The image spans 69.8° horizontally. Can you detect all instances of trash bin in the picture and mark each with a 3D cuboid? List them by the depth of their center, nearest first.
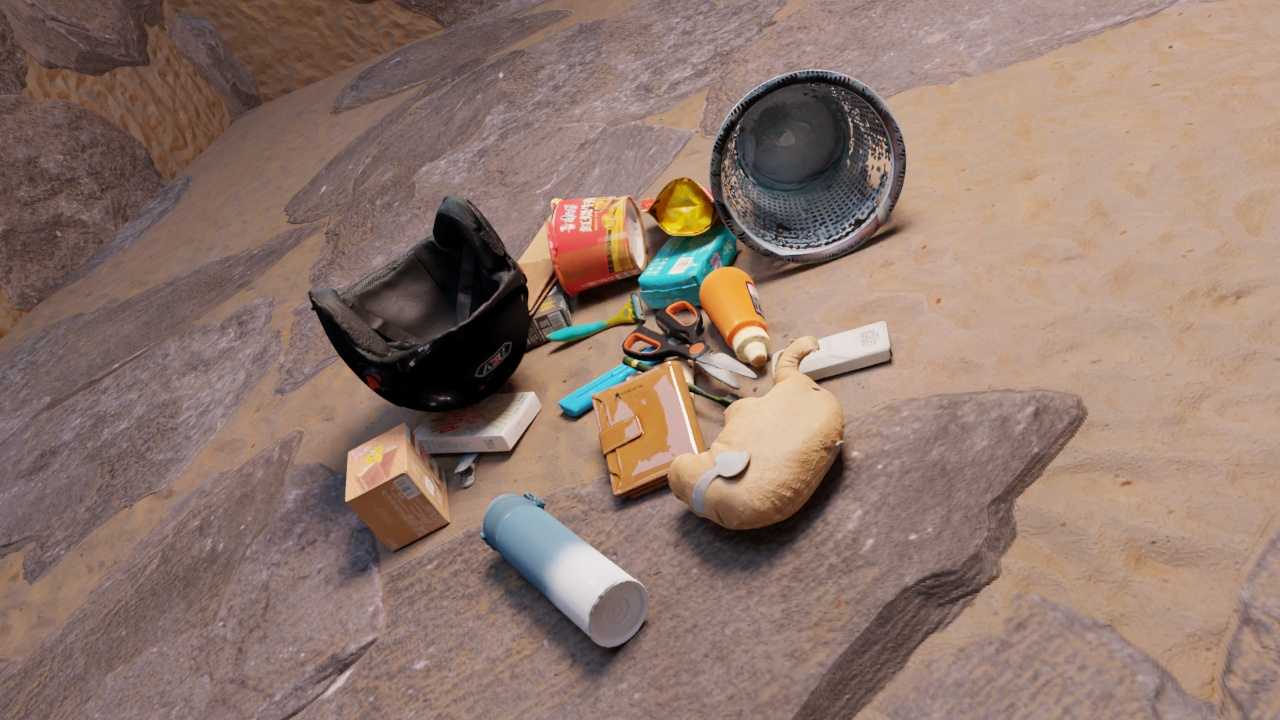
[{"bbox_3d":[0.199,-0.258,1.148,0.227,0.227,0.194,-20,22,13],"label":"trash bin"}]

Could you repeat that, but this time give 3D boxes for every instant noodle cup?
[{"bbox_3d":[-0.055,-0.163,1.266,0.109,0.138,0.137,-8,38,13],"label":"instant noodle cup"}]

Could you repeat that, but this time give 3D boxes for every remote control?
[{"bbox_3d":[0.199,-0.006,0.961,0.125,0.024,0.048,-16,36,18],"label":"remote control"}]

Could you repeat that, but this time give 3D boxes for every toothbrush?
[{"bbox_3d":[0.043,0.022,1.012,0.017,0.012,0.186,-41,38,-24],"label":"toothbrush"}]

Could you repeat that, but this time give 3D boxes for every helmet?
[{"bbox_3d":[-0.245,-0.047,1.112,0.233,0.230,0.275,-41,40,-20],"label":"helmet"}]

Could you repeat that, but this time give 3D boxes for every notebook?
[{"bbox_3d":[-0.122,-0.178,1.435,0.148,0.008,0.207,-5,40,32],"label":"notebook"}]

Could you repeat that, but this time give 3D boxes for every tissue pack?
[{"bbox_3d":[0.064,-0.123,1.189,0.093,0.050,0.133,0,42,38],"label":"tissue pack"}]

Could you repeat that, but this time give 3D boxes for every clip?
[{"bbox_3d":[-0.207,0.125,1.090,0.024,0.026,0.056,-17,26,9],"label":"clip"}]

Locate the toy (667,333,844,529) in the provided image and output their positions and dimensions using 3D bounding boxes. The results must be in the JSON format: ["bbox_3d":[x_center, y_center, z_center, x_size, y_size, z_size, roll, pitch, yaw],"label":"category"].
[{"bbox_3d":[0.128,0.067,0.867,0.143,0.082,0.225,20,54,38],"label":"toy"}]

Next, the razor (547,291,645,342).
[{"bbox_3d":[-0.059,-0.048,1.200,0.133,0.028,0.043,-19,66,10],"label":"razor"}]

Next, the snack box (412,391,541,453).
[{"bbox_3d":[-0.206,0.078,1.138,0.157,0.027,0.084,-4,35,31],"label":"snack box"}]

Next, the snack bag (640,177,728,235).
[{"bbox_3d":[0.059,-0.212,1.242,0.128,0.073,0.207,-8,11,5],"label":"snack bag"}]

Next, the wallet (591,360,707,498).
[{"bbox_3d":[0.008,0.072,0.963,0.108,0.031,0.131,-23,52,11],"label":"wallet"}]

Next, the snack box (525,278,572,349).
[{"bbox_3d":[-0.160,-0.061,1.278,0.126,0.053,0.113,-19,35,5],"label":"snack box"}]

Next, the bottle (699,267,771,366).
[{"bbox_3d":[0.114,-0.045,1.045,0.067,0.067,0.149,-25,41,6],"label":"bottle"}]

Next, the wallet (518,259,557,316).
[{"bbox_3d":[-0.169,-0.098,1.269,0.101,0.020,0.115,-4,41,29],"label":"wallet"}]

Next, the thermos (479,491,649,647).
[{"bbox_3d":[-0.080,0.189,0.872,0.070,0.070,0.221,-42,36,-18],"label":"thermos"}]

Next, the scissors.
[{"bbox_3d":[0.049,-0.002,1.036,0.161,0.022,0.233,-25,31,10],"label":"scissors"}]

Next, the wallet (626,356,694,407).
[{"bbox_3d":[0.019,0.045,1.028,0.087,0.024,0.115,-14,38,13],"label":"wallet"}]

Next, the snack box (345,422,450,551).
[{"bbox_3d":[-0.277,0.144,1.048,0.077,0.093,0.094,-28,34,2],"label":"snack box"}]

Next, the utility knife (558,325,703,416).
[{"bbox_3d":[-0.007,0.006,1.101,0.203,0.018,0.034,-32,33,-7],"label":"utility knife"}]
